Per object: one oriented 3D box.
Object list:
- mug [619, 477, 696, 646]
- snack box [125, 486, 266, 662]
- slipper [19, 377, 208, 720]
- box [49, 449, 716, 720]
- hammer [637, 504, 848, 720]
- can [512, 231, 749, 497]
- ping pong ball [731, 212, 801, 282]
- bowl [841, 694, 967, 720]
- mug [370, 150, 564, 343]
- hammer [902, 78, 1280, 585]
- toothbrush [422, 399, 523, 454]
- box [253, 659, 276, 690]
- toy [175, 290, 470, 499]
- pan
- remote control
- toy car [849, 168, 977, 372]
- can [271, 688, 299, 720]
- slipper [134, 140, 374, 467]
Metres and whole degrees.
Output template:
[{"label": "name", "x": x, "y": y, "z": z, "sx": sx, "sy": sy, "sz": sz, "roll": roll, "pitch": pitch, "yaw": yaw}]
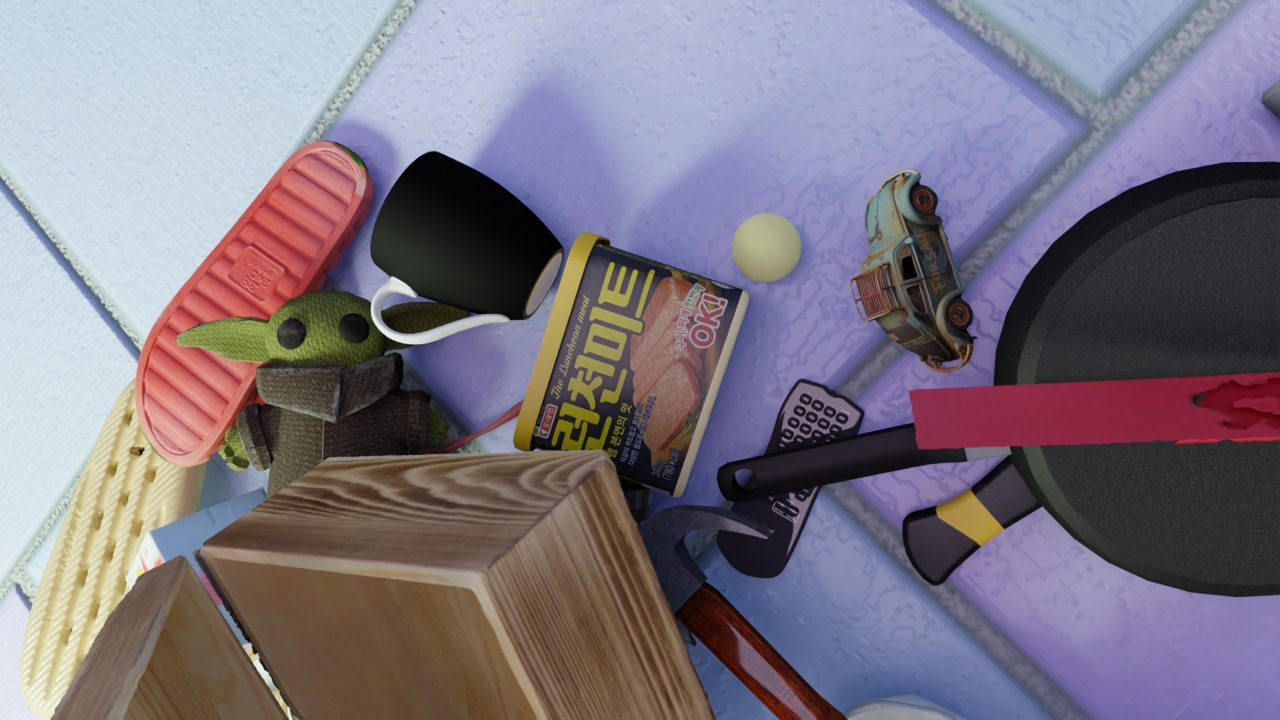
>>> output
[{"label": "mug", "x": -0.019, "y": 0.125, "z": 0.559, "sx": 0.116, "sy": 0.080, "sz": 0.107, "roll": 5, "pitch": 94, "yaw": -6}, {"label": "snack box", "x": -0.276, "y": 0.153, "z": 0.607, "sx": 0.095, "sy": 0.079, "sz": 0.093, "roll": -41, "pitch": 77, "yaw": 43}, {"label": "slipper", "x": -0.369, "y": 0.135, "z": 0.690, "sx": 0.111, "sy": 0.079, "sz": 0.261, "roll": 4, "pitch": 74, "yaw": 18}, {"label": "box", "x": -0.136, "y": 0.224, "z": 0.440, "sx": 0.270, "sy": 0.263, "sz": 0.279, "roll": -5, "pitch": 115, "yaw": 41}, {"label": "hammer", "x": 0.099, "y": 0.194, "z": 0.465, "sx": 0.300, "sy": 0.028, "sz": 0.111, "roll": 44, "pitch": 100, "yaw": 13}, {"label": "can", "x": -0.003, "y": 0.003, "z": 0.537, "sx": 0.101, "sy": 0.072, "sz": 0.131, "roll": 19, "pitch": 98, "yaw": 5}, {"label": "ping pong ball", "x": 0.073, "y": -0.065, "z": 0.531, "sx": 0.040, "sy": 0.040, "sz": 0.040, "roll": 0, "pitch": 91, "yaw": 21}, {"label": "bowl", "x": 0.146, "y": 0.235, "z": 0.500, "sx": 0.118, "sy": 0.061, "sz": 0.117, "roll": 0, "pitch": 91, "yaw": 21}, {"label": "mug", "x": -0.112, "y": -0.057, "z": 0.573, "sx": 0.100, "sy": 0.085, "sz": 0.118, "roll": 29, "pitch": 77, "yaw": 4}, {"label": "hammer", "x": 0.270, "y": 0.012, "z": 0.466, "sx": 0.325, "sy": 0.034, "sz": 0.170, "roll": -43, "pitch": 78, "yaw": 18}, {"label": "toothbrush", "x": -0.075, "y": 0.027, "z": 0.605, "sx": 0.185, "sy": 0.015, "sz": 0.015, "roll": -25, "pitch": 79, "yaw": 19}, {"label": "box", "x": -0.212, "y": 0.186, "z": 0.651, "sx": 0.190, "sy": 0.037, "sz": 0.209, "roll": -45, "pitch": 75, "yaw": 13}, {"label": "toy", "x": -0.196, "y": 0.031, "z": 0.589, "sx": 0.179, "sy": 0.078, "sz": 0.152, "roll": -6, "pitch": 89, "yaw": -13}, {"label": "pan", "x": 0.204, "y": 0.031, "z": 0.447, "sx": 0.356, "sy": 0.044, "sz": 0.204, "roll": -15, "pitch": 98, "yaw": 19}, {"label": "remote control", "x": 0.086, "y": 0.073, "z": 0.546, "sx": 0.046, "sy": 0.009, "sz": 0.124, "roll": 29, "pitch": 101, "yaw": 18}, {"label": "toy car", "x": 0.141, "y": -0.045, "z": 0.495, "sx": 0.047, "sy": 0.047, "sz": 0.112, "roll": -13, "pitch": 84, "yaw": -19}, {"label": "can", "x": -0.259, "y": 0.252, "z": 0.644, "sx": 0.080, "sy": 0.038, "sz": 0.038, "roll": -25, "pitch": 82, "yaw": 25}, {"label": "slipper", "x": -0.266, "y": -0.039, "z": 0.653, "sx": 0.103, "sy": 0.059, "sz": 0.248, "roll": 29, "pitch": 86, "yaw": 19}]
